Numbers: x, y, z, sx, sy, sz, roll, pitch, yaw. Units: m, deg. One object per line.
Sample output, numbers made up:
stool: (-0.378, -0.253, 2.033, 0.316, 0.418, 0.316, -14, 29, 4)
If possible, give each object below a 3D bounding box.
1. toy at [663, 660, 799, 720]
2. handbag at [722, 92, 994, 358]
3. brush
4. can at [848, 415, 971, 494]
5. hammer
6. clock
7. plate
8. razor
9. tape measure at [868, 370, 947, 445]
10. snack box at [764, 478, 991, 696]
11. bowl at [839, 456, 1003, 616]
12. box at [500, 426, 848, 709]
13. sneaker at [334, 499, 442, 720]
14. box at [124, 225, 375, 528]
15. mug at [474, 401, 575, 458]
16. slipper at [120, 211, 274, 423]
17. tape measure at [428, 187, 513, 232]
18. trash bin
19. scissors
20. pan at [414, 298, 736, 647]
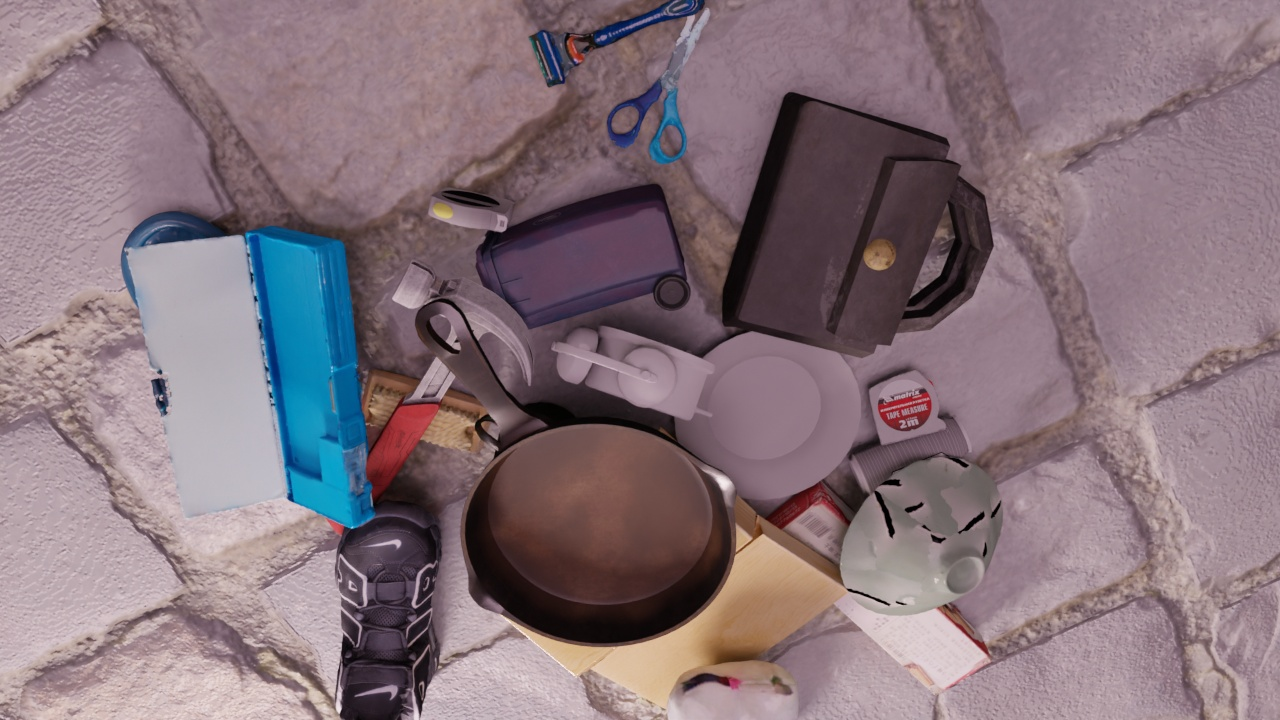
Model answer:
toy: (0.091, 0.374, 0.921, 0.137, 0.085, 0.210, -9, 136, 1)
handbag: (0.191, -0.095, 0.759, 0.199, 0.102, 0.198, 13, 110, -8)
brush: (-0.195, 0.049, 0.829, 0.117, 0.039, 0.049, 18, 110, -5)
can: (0.253, 0.089, 0.867, 0.107, 0.044, 0.044, -23, 111, 6)
hammer: (-0.199, 0.056, 0.787, 0.126, 0.036, 0.317, 28, 125, -16)
clock: (-0.004, 0.005, 0.766, 0.159, 0.120, 0.061, 22, 86, -53)
plate: (0.117, 0.049, 0.856, 0.173, 0.019, 0.173, -1, 111, -3)
razor: (-0.016, -0.261, 0.728, 0.141, 0.018, 0.044, -19, 108, 4)
tape measure: (0.244, 0.044, 0.847, 0.060, 0.020, 0.062, -16, 80, 12)
snack box: (0.241, 0.230, 0.923, 0.077, 0.044, 0.273, -42, 107, 18)
bowl: (0.276, 0.180, 0.839, 0.174, 0.068, 0.174, -6, 111, -17)
box: (0.024, 0.219, 0.880, 0.257, 0.076, 0.248, 36, 117, -21)
sneaker: (-0.236, 0.255, 0.835, 0.097, 0.150, 0.253, 2, 121, -7)
box: (-0.303, 0.015, 0.752, 0.167, 0.075, 0.244, 1, 112, 2)
mug: (-0.101, 0.081, 0.823, 0.111, 0.081, 0.085, 37, 105, -16)
slipper: (-0.355, -0.026, 0.781, 0.104, 0.059, 0.214, -31, 111, 11)
tape measure: (-0.137, -0.124, 0.751, 0.065, 0.064, 0.017, 12, 110, -3)
trash bin: (-0.048, -0.079, 0.759, 0.161, 0.093, 0.092, -16, 111, 6)
scissors: (0.019, -0.230, 0.745, 0.073, 0.016, 0.134, 18, 108, -8)
pan: (-0.067, 0.092, 0.752, 0.249, 0.043, 0.356, -27, 113, 14)
